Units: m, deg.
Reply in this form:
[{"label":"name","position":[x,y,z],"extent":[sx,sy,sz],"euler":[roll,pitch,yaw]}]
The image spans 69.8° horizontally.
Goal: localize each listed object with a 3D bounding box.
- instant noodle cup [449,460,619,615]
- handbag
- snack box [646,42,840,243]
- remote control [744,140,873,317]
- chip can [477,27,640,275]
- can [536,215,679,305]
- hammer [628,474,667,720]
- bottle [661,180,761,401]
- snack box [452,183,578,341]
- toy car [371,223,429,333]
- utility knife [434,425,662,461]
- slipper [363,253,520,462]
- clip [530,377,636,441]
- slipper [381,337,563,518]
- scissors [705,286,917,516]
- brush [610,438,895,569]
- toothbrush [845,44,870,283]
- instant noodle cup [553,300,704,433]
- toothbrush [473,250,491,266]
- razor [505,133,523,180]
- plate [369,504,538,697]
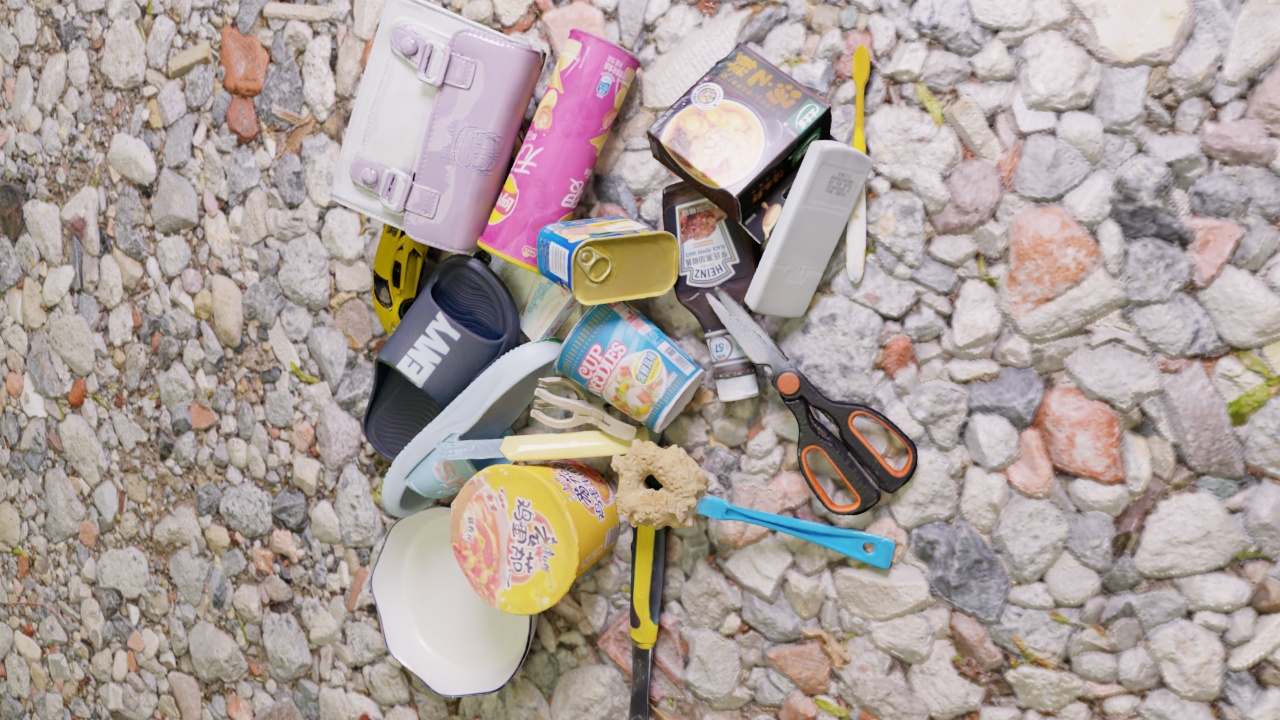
[{"label":"instant noodle cup","position":[-0.092,0.156,0.869],"extent":[0.138,0.109,0.138],"euler":[3,97,26]},{"label":"handbag","position":[-0.183,-0.213,0.836],"extent":[0.145,0.098,0.197],"euler":[23,106,3]},{"label":"snack box","position":[0.089,-0.180,0.752],"extent":[0.113,0.053,0.125],"euler":[-45,68,-8]},{"label":"remote control","position":[0.135,-0.104,0.747],"extent":[0.021,0.058,0.150],"euler":[52,128,49]},{"label":"chip can","position":[-0.074,-0.186,0.829],"extent":[0.071,0.071,0.211],"euler":[28,99,22]},{"label":"can","position":[-0.030,-0.090,0.799],"extent":[0.083,0.102,0.057],"euler":[34,129,55]},{"label":"hammer","position":[0.007,0.248,0.873],"extent":[0.126,0.031,0.323],"euler":[7,98,26]},{"label":"bottle","position":[0.069,-0.062,0.802],"extent":[0.080,0.044,0.195],"euler":[-9,92,26]},{"label":"snack box","position":[-0.123,-0.100,0.905],"extent":[0.157,0.026,0.085],"euler":[46,113,15]},{"label":"toy car","position":[-0.248,-0.100,0.949],"extent":[0.071,0.041,0.156],"euler":[34,114,45]},{"label":"utility knife","position":[-0.083,0.077,0.846],"extent":[0.210,0.022,0.030],"euler":[0,56,-10]},{"label":"slipper","position":[-0.210,0.019,0.908],"extent":[0.110,0.083,0.269],"euler":[35,121,-1]},{"label":"clip","position":[-0.050,0.046,0.848],"extent":[0.100,0.071,0.035],"euler":[14,122,-5]},{"label":"slipper","position":[-0.152,0.074,0.900],"extent":[0.246,0.104,0.074],"euler":[-45,77,17]},{"label":"scissors","position":[0.145,0.019,0.766],"extent":[0.142,0.021,0.235],"euler":[-18,94,16]},{"label":"brush","position":[0.092,0.132,0.800],"extent":[0.255,0.046,0.083],"euler":[15,94,11]},{"label":"toothbrush","position":[0.180,-0.159,0.753],"extent":[0.016,0.018,0.191],"euler":[4,100,29]},{"label":"instant noodle cup","position":[-0.005,0.005,0.824],"extent":[0.110,0.099,0.099],"euler":[37,110,11]},{"label":"toothbrush","position":[-0.213,-0.040,0.943],"extent":[0.027,0.026,0.213],"euler":[48,121,7]},{"label":"razor","position":[-0.145,-0.241,0.893],"extent":[0.067,0.062,0.167],"euler":[-30,86,-5]},{"label":"plate","position":[-0.192,0.250,0.967],"extent":[0.205,0.045,0.205],"euler":[3,97,26]}]
